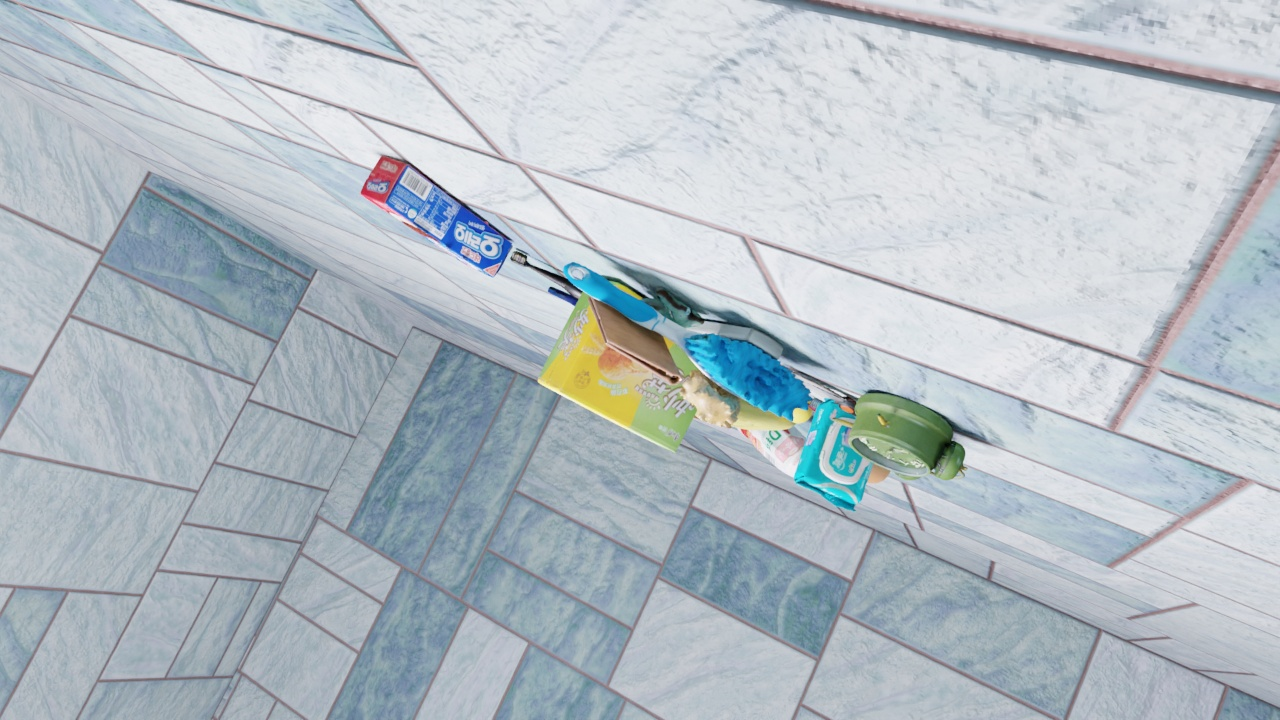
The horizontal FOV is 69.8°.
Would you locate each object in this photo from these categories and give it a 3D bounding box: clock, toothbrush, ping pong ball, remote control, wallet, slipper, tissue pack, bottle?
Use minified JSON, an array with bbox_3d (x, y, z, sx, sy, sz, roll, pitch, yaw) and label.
[{"bbox_3d":[0.317,0.099,1.090,0.161,0.056,0.116,32,164,-16],"label":"clock"},{"bbox_3d":[0.191,0.029,1.263,0.187,0.017,0.016,31,174,-25],"label":"toothbrush"},{"bbox_3d":[-0.081,-0.096,1.254,0.212,0.026,0.027,27,143,-4],"label":"toothbrush"},{"bbox_3d":[0.227,0.070,1.316,0.040,0.040,0.040,25,173,3],"label":"ping pong ball"},{"bbox_3d":[0.112,-0.027,1.109,0.056,0.019,0.135,30,171,-31],"label":"remote control"},{"bbox_3d":[-0.008,-0.027,1.069,0.115,0.020,0.101,29,-157,-31],"label":"wallet"},{"bbox_3d":[0.156,0.059,1.337,0.190,0.081,0.092,11,172,-43],"label":"slipper"},{"bbox_3d":[0.265,0.125,1.221,0.093,0.133,0.050,23,169,-10],"label":"tissue pack"},{"bbox_3d":[0.226,0.133,1.446,0.068,0.068,0.197,31,-171,-39],"label":"bottle"}]

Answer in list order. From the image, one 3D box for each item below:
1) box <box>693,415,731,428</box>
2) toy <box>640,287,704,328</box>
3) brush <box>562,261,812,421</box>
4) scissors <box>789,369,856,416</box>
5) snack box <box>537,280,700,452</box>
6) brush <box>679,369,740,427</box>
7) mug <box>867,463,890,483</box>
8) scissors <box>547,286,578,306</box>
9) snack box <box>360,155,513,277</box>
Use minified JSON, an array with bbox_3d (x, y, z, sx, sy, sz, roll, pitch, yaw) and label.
[{"bbox_3d":[0.026,0.045,1.497,0.259,0.082,0.177,19,-165,-49],"label":"box"},{"bbox_3d":[0.033,-0.061,1.110,0.092,0.030,0.096,9,157,40],"label":"toy"},{"bbox_3d":[0.055,-0.024,1.057,0.314,0.060,0.109,32,174,-24],"label":"brush"},{"bbox_3d":[0.282,0.056,1.158,0.234,0.021,0.149,34,163,-19],"label":"scissors"},{"bbox_3d":[-0.007,0.007,1.205,0.210,0.157,0.070,30,175,-32],"label":"snack box"},{"bbox_3d":[0.112,0.035,1.194,0.083,0.046,0.254,40,-164,9],"label":"brush"},{"bbox_3d":[0.332,0.147,1.395,0.078,0.078,0.122,19,176,40],"label":"mug"},{"bbox_3d":[-0.058,-0.068,1.302,0.174,0.012,0.162,24,-175,-24],"label":"scissors"},{"bbox_3d":[-0.246,-0.173,1.139,0.058,0.057,0.207,24,173,36],"label":"snack box"}]
